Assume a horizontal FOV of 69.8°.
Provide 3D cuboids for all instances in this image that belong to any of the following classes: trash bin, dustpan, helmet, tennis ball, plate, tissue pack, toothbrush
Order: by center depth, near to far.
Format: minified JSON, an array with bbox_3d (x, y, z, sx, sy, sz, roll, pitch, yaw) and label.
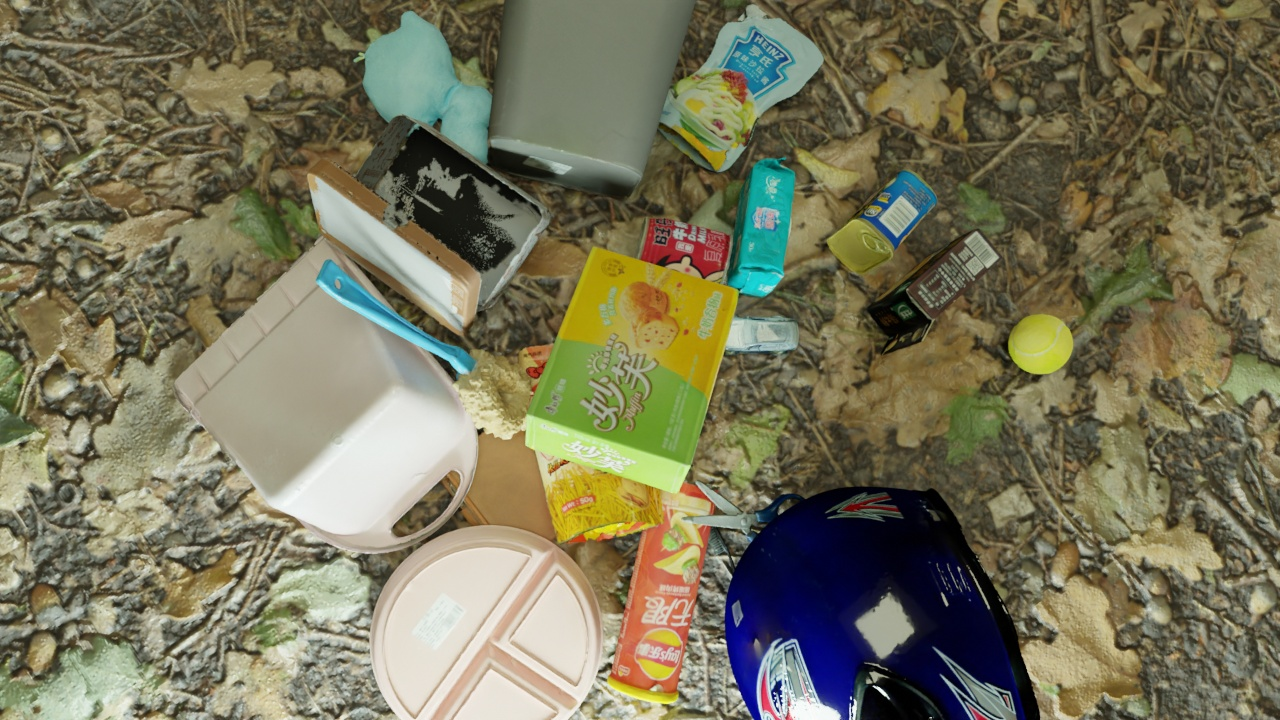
[{"bbox_3d":[0.209,0.275,0.859,0.240,0.247,0.315,-23,111,4],"label":"helmet"},{"bbox_3d":[-0.150,0.277,0.898,0.229,0.028,0.229,0,93,-5],"label":"plate"},{"bbox_3d":[-0.297,0.054,0.910,0.222,0.139,0.273,-42,60,2],"label":"dustpan"},{"bbox_3d":[-0.057,-0.294,0.912,0.198,0.199,0.219,13,88,-7],"label":"trash bin"},{"bbox_3d":[0.109,0.259,0.955,0.017,0.014,0.189,-23,87,-1],"label":"toothbrush"},{"bbox_3d":[0.127,-0.139,0.961,0.050,0.093,0.133,9,83,-2],"label":"tissue pack"},{"bbox_3d":[0.435,-0.018,0.998,0.065,0.065,0.065,1,84,-7],"label":"tennis ball"}]

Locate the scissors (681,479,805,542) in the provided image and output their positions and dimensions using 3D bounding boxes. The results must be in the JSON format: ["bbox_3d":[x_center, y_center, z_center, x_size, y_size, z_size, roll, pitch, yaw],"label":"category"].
[{"bbox_3d":[0.116,0.161,0.933,0.156,0.012,0.166,-36,114,-26],"label":"scissors"}]

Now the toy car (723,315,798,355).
[{"bbox_3d":[0.125,-0.028,0.979,0.090,0.034,0.043,1,86,-5],"label":"toy car"}]

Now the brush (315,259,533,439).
[{"bbox_3d":[-0.192,-0.010,0.847,0.254,0.046,0.083,39,52,-35],"label":"brush"}]

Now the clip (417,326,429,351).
[{"bbox_3d":[-0.236,0.015,0.933,0.071,0.034,0.100,2,92,-7],"label":"clip"}]

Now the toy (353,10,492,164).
[{"bbox_3d":[-0.223,-0.277,0.957,0.156,0.050,0.161,10,90,-13],"label":"toy"}]

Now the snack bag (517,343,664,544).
[{"bbox_3d":[-0.049,0.075,0.923,0.128,0.073,0.207,-9,69,-7],"label":"snack bag"}]

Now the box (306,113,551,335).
[{"bbox_3d":[-0.205,-0.129,0.862,0.183,0.187,0.155,34,96,-3],"label":"box"}]

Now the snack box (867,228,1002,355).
[{"bbox_3d":[0.301,-0.070,0.963,0.125,0.113,0.053,-39,88,-10],"label":"snack box"}]

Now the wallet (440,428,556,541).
[{"bbox_3d":[-0.130,0.132,0.931,0.107,0.031,0.132,-38,89,-10],"label":"wallet"}]

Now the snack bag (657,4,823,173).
[{"bbox_3d":[0.107,-0.301,1.006,0.110,0.039,0.190,38,80,10],"label":"snack bag"}]

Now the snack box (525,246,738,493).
[{"bbox_3d":[-0.005,0.005,0.893,0.158,0.070,0.209,17,59,2],"label":"snack box"}]

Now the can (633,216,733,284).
[{"bbox_3d":[0.043,-0.110,0.961,0.094,0.066,0.066,13,82,-5],"label":"can"}]

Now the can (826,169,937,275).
[{"bbox_3d":[0.256,-0.146,0.974,0.057,0.102,0.083,43,78,-1],"label":"can"}]

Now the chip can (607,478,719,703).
[{"bbox_3d":[0.023,0.224,0.920,0.073,0.073,0.216,13,82,-5],"label":"chip can"}]
